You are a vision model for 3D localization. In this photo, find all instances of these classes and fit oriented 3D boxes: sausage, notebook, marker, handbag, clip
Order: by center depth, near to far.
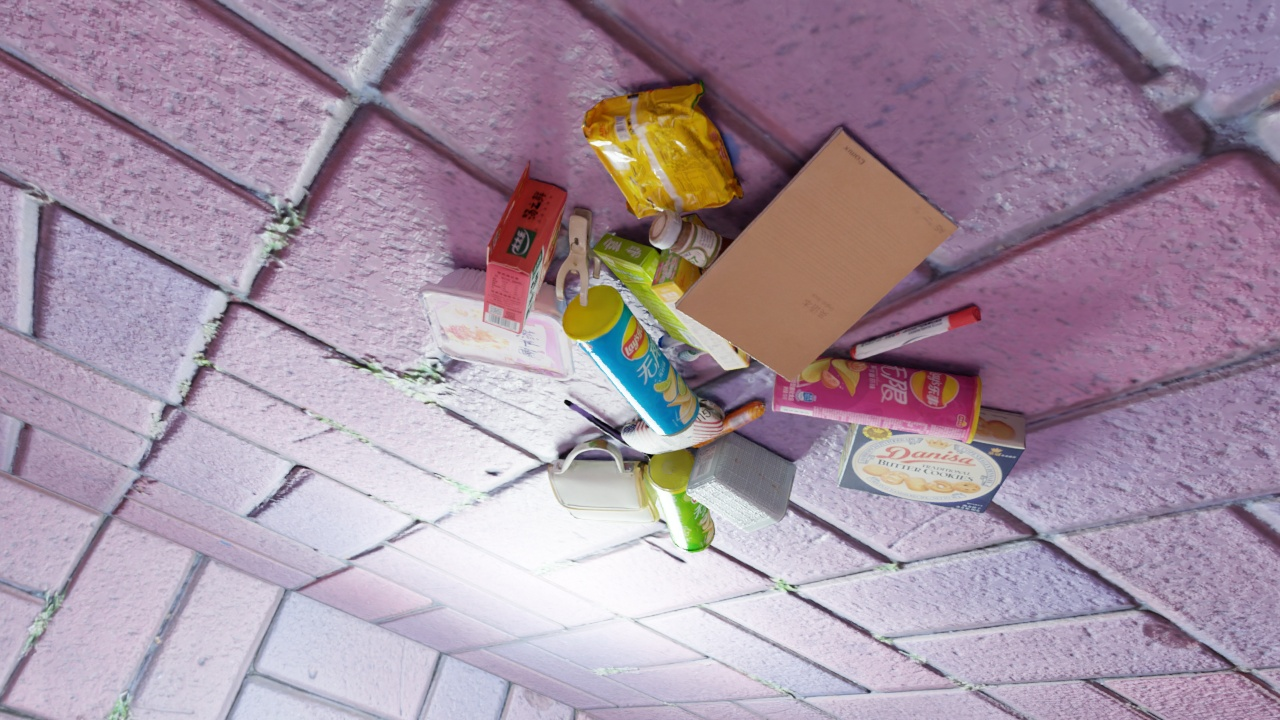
[{"bbox_3d":[0.154,-0.084,0.814,0.149,0.012,0.212,31,119,-24],"label":"notebook"},{"bbox_3d":[0.274,-0.026,0.928,0.017,0.017,0.146,35,144,-27],"label":"marker"},{"bbox_3d":[-0.060,-0.111,0.948,0.035,0.094,0.102,12,110,10],"label":"clip"},{"bbox_3d":[0.076,-0.035,1.007,0.146,0.016,0.017,-16,136,41],"label":"marker"},{"bbox_3d":[0.108,0.083,1.170,0.021,0.021,0.166,29,147,-19],"label":"sausage"},{"bbox_3d":[-0.061,0.179,1.369,0.164,0.063,0.179,-2,140,25],"label":"handbag"}]

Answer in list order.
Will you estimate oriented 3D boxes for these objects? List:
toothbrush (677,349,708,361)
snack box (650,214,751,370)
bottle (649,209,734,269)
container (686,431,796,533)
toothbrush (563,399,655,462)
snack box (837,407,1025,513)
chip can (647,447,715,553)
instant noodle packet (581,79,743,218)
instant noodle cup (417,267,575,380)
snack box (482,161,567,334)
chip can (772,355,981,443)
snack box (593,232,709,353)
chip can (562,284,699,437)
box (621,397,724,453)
[{"bbox_3d":[0.127,-0.029,0.984,0.027,0.026,0.225,15,157,-42],"label":"toothbrush"},{"bbox_3d":[0.069,-0.065,0.898,0.034,0.086,0.140,-12,138,39],"label":"snack box"},{"bbox_3d":[0.101,-0.084,0.851,0.206,0.059,0.060,22,149,-26],"label":"bottle"},{"bbox_3d":[0.131,0.158,1.217,0.111,0.089,0.090,32,145,-16],"label":"container"},{"bbox_3d":[-0.036,0.103,1.277,0.189,0.014,0.017,35,156,-27],"label":"toothbrush"},{"bbox_3d":[0.336,0.110,1.084,0.178,0.045,0.183,10,148,10],"label":"snack box"},{"bbox_3d":[0.063,0.208,1.338,0.073,0.072,0.221,6,147,16],"label":"chip can"},{"bbox_3d":[0.020,-0.178,0.785,0.111,0.044,0.128,-6,146,21],"label":"instant noodle packet"},{"bbox_3d":[-0.156,-0.048,1.055,0.173,0.060,0.138,10,148,8],"label":"instant noodle cup"},{"bbox_3d":[-0.112,-0.107,0.892,0.044,0.113,0.127,19,148,-1],"label":"snack box"},{"bbox_3d":[0.250,0.036,0.985,0.211,0.071,0.071,9,148,14],"label":"chip can"},{"bbox_3d":[0.025,-0.066,0.940,0.086,0.026,0.156,25,164,50],"label":"snack box"},{"bbox_3d":[-0.006,0.006,1.033,0.071,0.071,0.210,-4,144,30],"label":"chip can"},{"bbox_3d":[0.042,0.080,1.186,0.165,0.059,0.072,-22,112,44],"label":"box"}]
